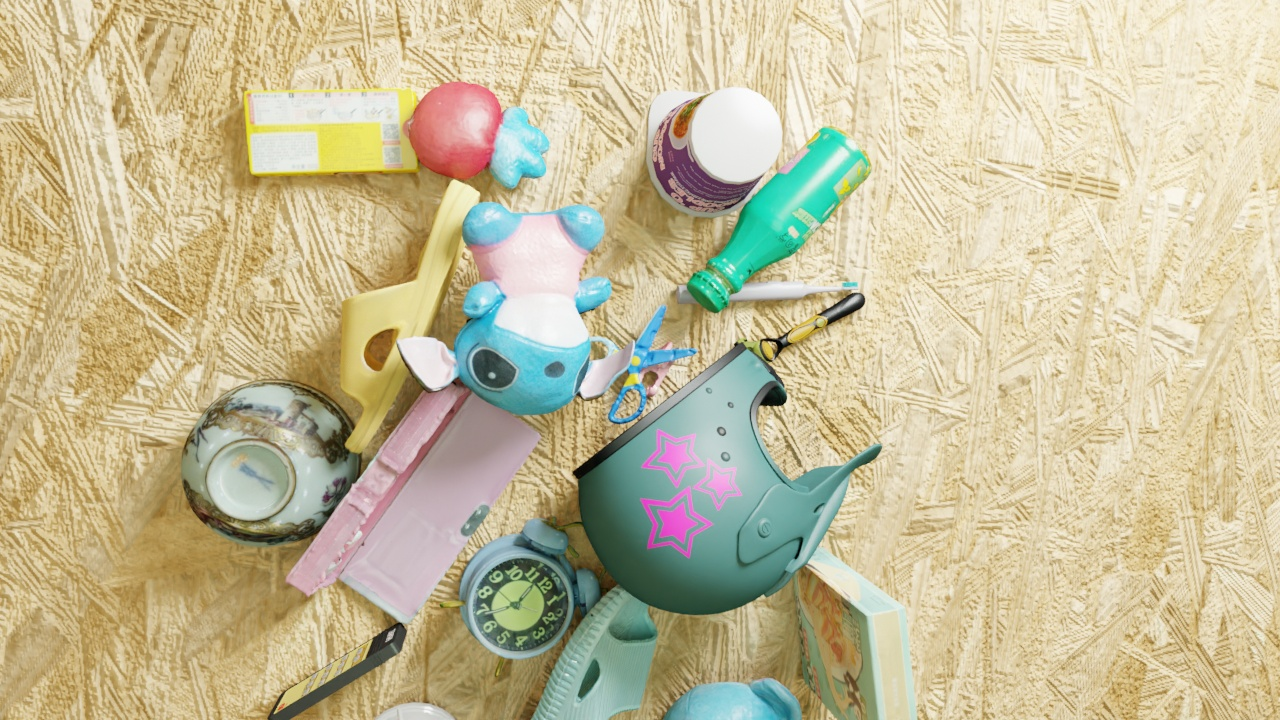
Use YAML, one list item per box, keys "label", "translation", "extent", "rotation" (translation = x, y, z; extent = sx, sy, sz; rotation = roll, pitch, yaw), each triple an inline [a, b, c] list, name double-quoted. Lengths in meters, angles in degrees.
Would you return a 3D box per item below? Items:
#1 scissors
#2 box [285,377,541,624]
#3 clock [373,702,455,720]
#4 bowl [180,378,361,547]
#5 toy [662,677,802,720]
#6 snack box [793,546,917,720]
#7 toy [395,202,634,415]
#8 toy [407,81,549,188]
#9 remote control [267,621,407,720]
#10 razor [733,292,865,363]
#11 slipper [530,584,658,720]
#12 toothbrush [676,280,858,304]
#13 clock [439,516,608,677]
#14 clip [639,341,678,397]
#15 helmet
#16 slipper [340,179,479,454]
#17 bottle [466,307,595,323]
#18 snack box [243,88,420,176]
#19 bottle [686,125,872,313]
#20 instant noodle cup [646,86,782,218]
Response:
- label: "scissors"
  translation: [-0.012, -0.002, 0.899]
  extent: [0.123, 0.016, 0.125]
  rotation: [28, 91, 4]
- label: "box"
  translation: [-0.202, 0.134, 0.853]
  extent: [0.115, 0.106, 0.232]
  rotation: [36, 87, 0]
- label: "clock"
  translation: [-0.209, 0.407, 0.892]
  extent: [0.120, 0.061, 0.159]
  rotation: [-42, 103, -4]
- label: "bowl"
  translation: [-0.341, 0.099, 0.829]
  extent: [0.160, 0.094, 0.160]
  rotation: [-1, 94, -9]
- label: "toy"
  translation: [0.099, 0.406, 0.911]
  extent: [0.184, 0.114, 0.180]
  rotation: [-32, 79, 17]
- label: "snack box"
  translation: [0.199, 0.272, 0.869]
  extent: [0.044, 0.193, 0.141]
  rotation: [-8, 95, -10]
- label: "toy"
  translation: [-0.110, -0.045, 0.813]
  extent: [0.223, 0.099, 0.191]
  rotation: [0, 92, -29]
- label: "toy"
  translation: [-0.149, -0.208, 0.853]
  extent: [0.132, 0.062, 0.092]
  rotation: [14, 84, -24]
- label: "remote control"
  translation: [-0.285, 0.296, 0.870]
  extent: [0.133, 0.058, 0.013]
  rotation: [-30, 97, -5]
- label: "razor"
  translation: [0.166, -0.032, 0.931]
  extent: [0.144, 0.021, 0.044]
  rotation: [-29, 98, -7]
- label: "slipper"
  translation: [-0.051, 0.328, 0.881]
  extent: [0.069, 0.116, 0.276]
  rotation: [32, 94, 27]
- label: "toothbrush"
  translation: [0.129, -0.070, 0.922]
  extent: [0.188, 0.018, 0.019]
  rotation: [-3, 93, -8]
- label: "clock"
  translation: [-0.103, 0.220, 0.891]
  extent: [0.162, 0.060, 0.118]
  rotation: [-40, 97, -8]
- label: "clip"
  translation: [0.019, 0.012, 0.912]
  extent: [0.060, 0.023, 0.045]
  rotation: [-30, 102, -4]
- label: "helmet"
  translation: [0.082, 0.118, 0.849]
  extent: [0.274, 0.177, 0.200]
  rotation: [-36, 87, -27]
- label: "slipper"
  translation: [-0.226, -0.047, 0.835]
  extent: [0.078, 0.099, 0.263]
  rotation: [23, 87, -8]
- label: "bottle"
  translation: [-0.104, -0.040, 0.884]
  extent: [0.123, 0.033, 0.033]
  rotation: [-16, 96, -7]
- label: "snack box"
  translation: [-0.283, -0.211, 0.849]
  extent: [0.152, 0.025, 0.075]
  rotation: [-3, 95, -8]
- label: "bottle"
  translation: [0.130, -0.133, 0.887]
  extent: [0.209, 0.068, 0.068]
  rotation: [-46, 99, -6]
- label: "instant noodle cup"
  translation: [0.070, -0.205, 0.851]
  extent: [0.122, 0.122, 0.137]
  rotation: [-42, 99, -4]
